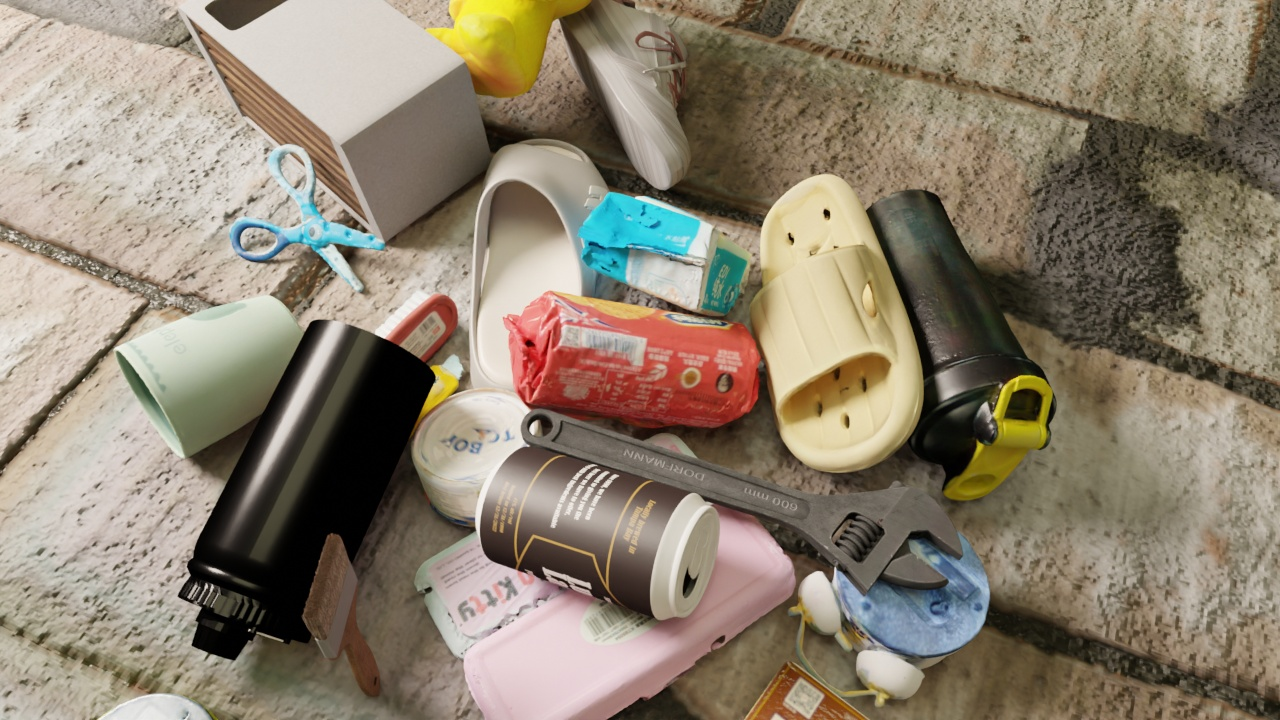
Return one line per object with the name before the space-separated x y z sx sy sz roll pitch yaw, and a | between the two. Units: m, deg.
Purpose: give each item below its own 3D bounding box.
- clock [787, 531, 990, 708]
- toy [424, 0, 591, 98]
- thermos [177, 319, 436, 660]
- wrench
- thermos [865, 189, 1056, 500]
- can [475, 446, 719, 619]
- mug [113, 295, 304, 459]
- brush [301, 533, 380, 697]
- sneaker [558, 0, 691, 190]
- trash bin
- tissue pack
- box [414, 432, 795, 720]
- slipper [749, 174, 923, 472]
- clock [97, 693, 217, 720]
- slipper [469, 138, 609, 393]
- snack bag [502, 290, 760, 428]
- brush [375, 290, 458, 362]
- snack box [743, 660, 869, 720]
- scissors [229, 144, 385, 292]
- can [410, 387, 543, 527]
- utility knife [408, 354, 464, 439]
clock | 0.147 0.147 0.547 0.125 0.052 0.089 -33 63 -20
toy | -0.088 -0.300 0.748 0.135 0.087 0.193 -2 54 51
thermos | -0.204 0.082 0.555 0.086 0.086 0.198 16 70 11
wrench | 0.055 0.077 0.552 0.273 0.018 0.073 17 60 11
thermos | 0.211 -0.021 0.637 0.098 0.098 0.220 -4 52 -3
can | -0.026 0.097 0.525 0.129 0.072 0.071 13 56 24
mug | -0.294 0.002 0.634 0.103 0.084 0.111 -35 34 -33
brush | -0.154 0.150 0.488 0.008 0.143 0.045 3 47 0
sneaker | 0.006 -0.244 0.783 0.089 0.099 0.236 -26 56 -3
trash bin | -0.247 -0.223 0.752 0.229 0.115 0.114 40 68 23
tissue pack | 0.023 -0.075 0.651 0.093 0.144 0.062 24 97 16
box | -0.024 0.133 0.565 0.201 0.037 0.152 -28 53 -18
slipper | 0.115 -0.042 0.637 0.079 0.112 0.260 29 42 -31
clock | -0.246 0.231 0.485 0.119 0.057 0.083 26 59 17
slipper | -0.080 -0.089 0.688 0.113 0.081 0.265 1 56 4
snack bag | -0.004 0.004 0.611 0.176 0.083 0.082 9 54 -19
brush | -0.196 0.014 0.648 0.030 0.041 0.172 21 59 34
snack box | 0.094 0.260 0.476 0.143 0.041 0.146 33 62 20
scissors | -0.265 -0.095 0.718 0.118 0.013 0.140 -40 85 9
can | -0.104 0.062 0.601 0.086 0.043 0.086 -4 45 3
utility knife | -0.178 0.052 0.633 0.030 0.017 0.158 36 60 9
